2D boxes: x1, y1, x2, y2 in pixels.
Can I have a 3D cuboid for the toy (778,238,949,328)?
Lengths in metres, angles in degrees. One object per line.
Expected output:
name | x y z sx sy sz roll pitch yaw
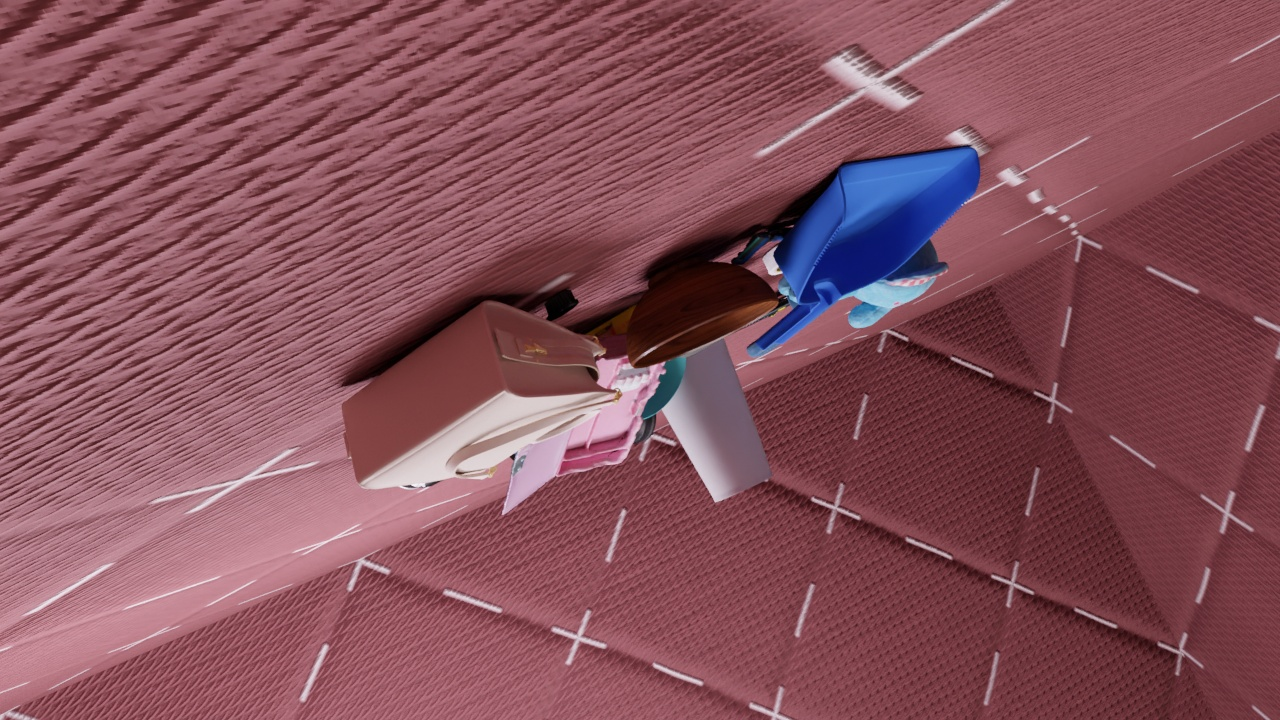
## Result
toy | 0.251 -0.092 1.042 0.180 0.115 0.183 -22 -157 -5

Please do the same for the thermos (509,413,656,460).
thermos | -0.085 0.086 1.303 0.218 0.105 0.106 -13 167 -36

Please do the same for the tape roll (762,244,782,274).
tape roll | 0.177 -0.121 0.979 0.094 0.019 0.094 -24 173 -3

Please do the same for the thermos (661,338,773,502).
thermos | 0.084 0.061 1.165 0.131 0.221 0.131 -24 172 -4

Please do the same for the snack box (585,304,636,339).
snack box | -0.051 -0.010 0.976 0.152 0.025 0.075 -30 171 14

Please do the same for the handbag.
handbag | -0.110 0.039 0.763 0.195 0.101 0.197 -31 156 29

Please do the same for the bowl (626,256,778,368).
bowl | 0.046 -0.054 0.843 0.147 0.069 0.147 -23 172 -3

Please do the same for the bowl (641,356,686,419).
bowl | -0.006 0.006 1.083 0.120 0.121 0.046 -19 -149 -34

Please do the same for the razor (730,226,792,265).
razor | 0.139 -0.119 0.881 0.140 0.018 0.044 -19 161 -45

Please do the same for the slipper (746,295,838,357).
slipper | 0.225 -0.081 1.267 0.214 0.059 0.103 -42 175 28

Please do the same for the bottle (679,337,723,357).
bottle | 0.057 -0.040 1.008 0.109 0.060 0.060 -29 171 30

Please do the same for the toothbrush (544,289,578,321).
toothbrush | -0.127 -0.017 0.790 0.188 0.017 0.014 -25 169 29

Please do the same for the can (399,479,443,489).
can | -0.190 0.070 0.913 0.146 0.080 0.080 -29 171 30

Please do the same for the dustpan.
dustpan | 0.191 -0.097 0.905 0.244 0.059 0.258 -17 162 -42

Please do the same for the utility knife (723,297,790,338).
utility knife | 0.172 -0.065 1.351 0.186 0.020 0.029 -26 174 2

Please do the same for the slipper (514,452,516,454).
slipper | -0.119 0.076 1.101 0.059 0.104 0.213 -38 172 9

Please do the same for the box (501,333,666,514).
box | -0.068 0.063 0.972 0.179 0.050 0.233 -22 153 -31
